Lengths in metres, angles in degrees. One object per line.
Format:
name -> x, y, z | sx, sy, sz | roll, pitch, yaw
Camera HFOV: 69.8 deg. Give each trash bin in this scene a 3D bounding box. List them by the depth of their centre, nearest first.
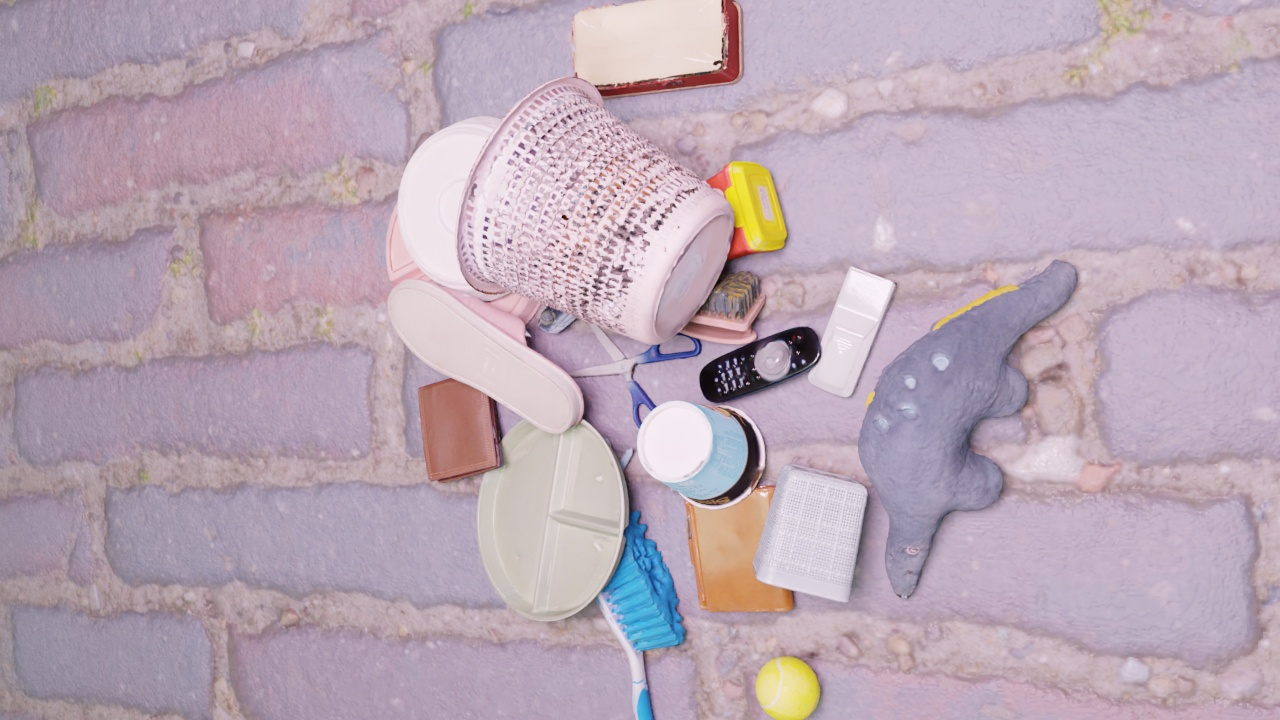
trash bin -> -0.029, -0.122, 0.860 | 0.192, 0.227, 0.228 | 31, 106, 19

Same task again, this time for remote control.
remote control -> 0.208, -0.027, 0.909 | 0.049, 0.024, 0.125 | 23, 103, 19
remote control -> 0.124, 0.006, 0.945 | 0.137, 0.024, 0.053 | -22, 67, 25

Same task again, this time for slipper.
slipper -> -0.171, -0.012, 1.026 | 0.274, 0.054, 0.114 | 30, 130, 19

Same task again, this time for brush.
brush -> 0.052, -0.059, 0.956 | 0.146, 0.063, 0.073 | 10, 129, 23
brush -> 0.005, 0.321, 1.016 | 0.110, 0.060, 0.314 | -24, 90, 25

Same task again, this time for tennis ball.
tennis ball -> 0.151, 0.339, 0.945 | 0.065, 0.065, 0.065 | 2, 96, 23

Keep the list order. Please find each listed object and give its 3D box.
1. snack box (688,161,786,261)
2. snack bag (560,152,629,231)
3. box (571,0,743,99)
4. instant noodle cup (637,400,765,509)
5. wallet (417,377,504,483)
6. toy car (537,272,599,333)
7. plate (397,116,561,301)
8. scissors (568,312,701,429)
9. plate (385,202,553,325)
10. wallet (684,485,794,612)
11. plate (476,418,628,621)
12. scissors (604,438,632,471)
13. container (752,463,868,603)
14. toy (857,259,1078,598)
snack box -> 0.093, -0.145, 0.922 | 0.080, 0.081, 0.091 | -17, 87, 37
snack bag -> -0.050, -0.182, 1.004 | 0.104, 0.026, 0.048 | -38, 73, 22
box -> 0.014, -0.324, 0.936 | 0.168, 0.076, 0.091 | 0, 96, 23
instant noodle cup -> 0.056, 0.089, 0.919 | 0.111, 0.120, 0.111 | -6, 74, 23
wallet -> -0.212, 0.077, 1.088 | 0.101, 0.032, 0.124 | -16, 75, 24
toy car -> -0.079, -0.066, 1.021 | 0.034, 0.042, 0.091 | 42, 115, -14
plate -> -0.188, -0.170, 1.025 | 0.205, 0.045, 0.205 | 2, 95, 23
scissors -> -0.006, 0.010, 1.012 | 0.163, 0.012, 0.175 | -32, 81, 24
plate -> -0.209, -0.127, 1.078 | 0.230, 0.028, 0.229 | 2, 95, 23
wallet -> 0.102, 0.201, 0.972 | 0.108, 0.031, 0.132 | -8, 90, 22
plate -> -0.099, 0.171, 1.021 | 0.231, 0.027, 0.230 | -10, 74, 39
scissors -> -0.051, 0.148, 1.036 | 0.093, 0.017, 0.137 | 6, 104, 13
container -> 0.167, 0.164, 0.896 | 0.090, 0.090, 0.111 | 13, 91, 4
toy -> 0.279, 0.061, 0.858 | 0.138, 0.091, 0.357 | 17, 104, -7
